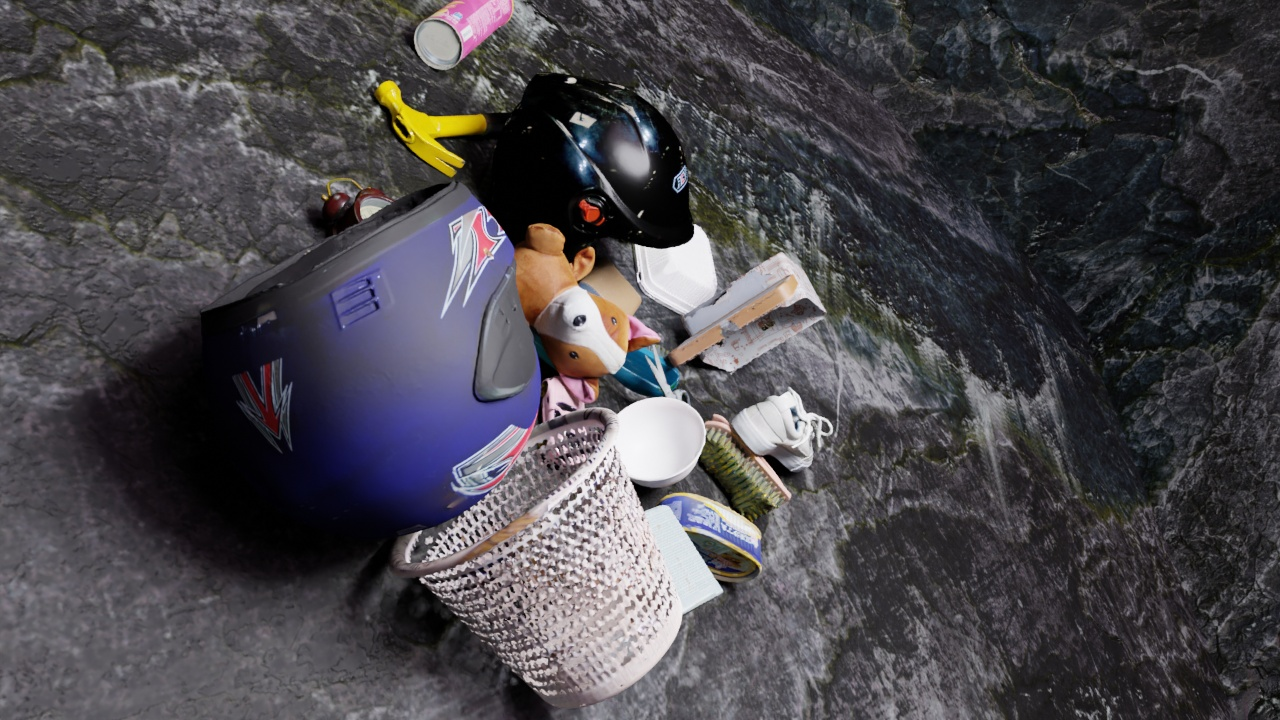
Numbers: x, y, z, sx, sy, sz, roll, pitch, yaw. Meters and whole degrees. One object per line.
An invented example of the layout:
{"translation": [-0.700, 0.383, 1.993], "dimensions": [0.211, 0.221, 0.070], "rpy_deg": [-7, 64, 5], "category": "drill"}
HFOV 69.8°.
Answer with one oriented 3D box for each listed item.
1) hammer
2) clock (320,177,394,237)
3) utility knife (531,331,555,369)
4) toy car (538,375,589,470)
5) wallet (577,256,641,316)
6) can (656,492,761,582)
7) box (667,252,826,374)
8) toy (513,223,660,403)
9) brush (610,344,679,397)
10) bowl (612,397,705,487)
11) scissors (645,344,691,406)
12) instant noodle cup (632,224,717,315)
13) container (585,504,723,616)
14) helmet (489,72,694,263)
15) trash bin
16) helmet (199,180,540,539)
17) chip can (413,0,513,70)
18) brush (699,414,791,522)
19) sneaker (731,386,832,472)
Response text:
{"translation": [-0.213, -0.313, 1.224], "dimensions": [0.129, 0.033, 0.299], "rpy_deg": [56, 33, 4], "category": "hammer"}
{"translation": [-0.283, -0.139, 0.954], "dimensions": [0.122, 0.055, 0.081], "rpy_deg": [54, 33, 5], "category": "clock"}
{"translation": [-0.124, -0.020, 1.081], "dimensions": [0.151, 0.013, 0.029], "rpy_deg": [41, 32, -13], "category": "utility knife"}
{"translation": [-0.084, 0.067, 1.027], "dimensions": [0.056, 0.037, 0.122], "rpy_deg": [29, 39, -35], "category": "toy car"}
{"translation": [-0.045, -0.082, 1.219], "dimensions": [0.090, 0.033, 0.115], "rpy_deg": [48, 32, -13], "category": "wallet"}
{"translation": [0.081, 0.207, 1.064], "dimensions": [0.148, 0.075, 0.049], "rpy_deg": [32, 41, -29], "category": "can"}
{"translation": [0.141, -0.061, 1.243], "dimensions": [0.260, 0.179, 0.105], "rpy_deg": [15, 46, -64], "category": "box"}
{"translation": [-0.084, -0.057, 1.039], "dimensions": [0.199, 0.140, 0.130], "rpy_deg": [50, -5, -1], "category": "toy"}
{"translation": [-0.007, 0.007, 1.157], "dimensions": [0.143, 0.055, 0.073], "rpy_deg": [29, 37, -35], "category": "brush"}
{"translation": [0.021, 0.108, 1.078], "dimensions": [0.065, 0.118, 0.118], "rpy_deg": [77, 8, -49], "category": "bowl"}
{"translation": [0.033, 0.046, 1.127], "dimensions": [0.168, 0.014, 0.156], "rpy_deg": [-3, 95, -69], "category": "scissors"}
{"translation": [0.056, -0.155, 1.386], "dimensions": [0.138, 0.060, 0.173], "rpy_deg": [26, 40, -35], "category": "instant noodle cup"}
{"translation": [0.010, 0.220, 0.954], "dimensions": [0.089, 0.090, 0.111], "rpy_deg": [-7, 62, -54], "category": "container"}
{"translation": [-0.057, -0.239, 1.169], "dimensions": [0.275, 0.231, 0.232], "rpy_deg": [15, 32, 13], "category": "helmet"}
{"translation": [-0.071, 0.180, 0.799], "dimensions": [0.192, 0.228, 0.226], "rpy_deg": [59, 31, -14], "category": "trash bin"}
{"translation": [-0.197, 0.007, 0.760], "dimensions": [0.240, 0.248, 0.314], "rpy_deg": [66, 23, -19], "category": "helmet"}
{"translation": [-0.248, -0.480, 1.301], "dimensions": [0.071, 0.072, 0.210], "rpy_deg": [42, 35, -16], "category": "chip can"}
{"translation": [0.130, 0.137, 1.202], "dimensions": [0.145, 0.063, 0.072], "rpy_deg": [50, 37, -1], "category": "brush"}
{"translation": [0.205, 0.090, 1.262], "dimensions": [0.089, 0.091, 0.242], "rpy_deg": [55, 12, 24], "category": "sneaker"}
